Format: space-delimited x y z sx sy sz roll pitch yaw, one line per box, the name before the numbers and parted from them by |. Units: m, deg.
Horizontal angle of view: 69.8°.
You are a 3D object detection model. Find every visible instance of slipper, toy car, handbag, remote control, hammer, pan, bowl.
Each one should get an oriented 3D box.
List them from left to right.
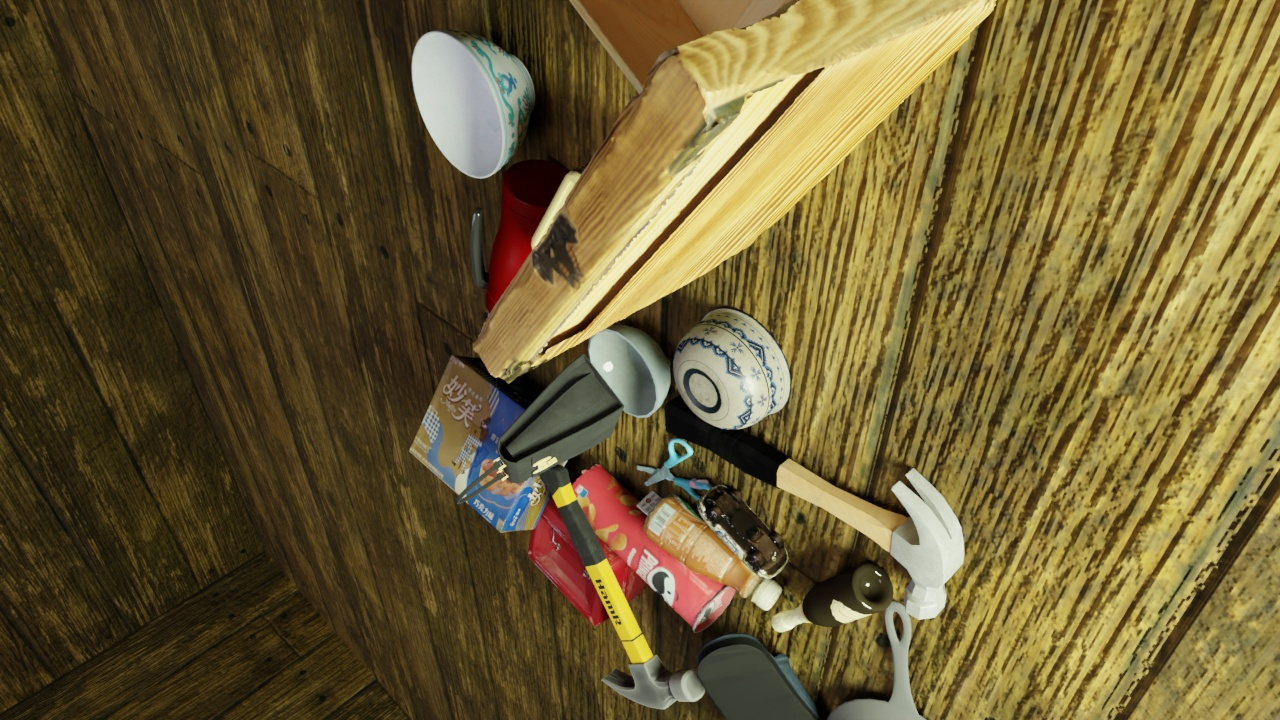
bowl | -0.153 -0.262 0.910 0.144 0.074 0.144 33 140 32
handbag | -0.124 0.098 1.023 0.072 0.195 0.176 52 166 8
hammer | -0.044 0.275 1.122 0.170 0.034 0.324 -27 89 51
bowl | -0.006 0.006 0.978 0.106 0.039 0.106 33 140 32
remote control | 0.049 0.203 1.086 0.124 0.028 0.012 38 156 26
bowl | 0.077 0.015 0.860 0.115 0.059 0.116 33 140 32
toy car | 0.107 0.183 0.973 0.113 0.048 0.041 47 142 15
slipper | 0.147 0.397 1.086 0.109 0.083 0.266 -24 116 13
hammer | 0.149 0.114 0.873 0.328 0.039 0.131 27 136 38
pan | 0.269 0.391 0.947 0.217 0.024 0.355 13 124 39

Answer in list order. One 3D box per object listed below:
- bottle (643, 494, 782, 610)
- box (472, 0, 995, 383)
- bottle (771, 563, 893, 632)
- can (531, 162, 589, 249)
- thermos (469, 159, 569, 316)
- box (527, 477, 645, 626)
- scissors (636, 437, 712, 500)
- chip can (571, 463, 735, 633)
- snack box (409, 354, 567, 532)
bottle | 0.082 0.217 1.027 0.167 0.059 0.059 34 141 24
box | 0.021 -0.190 0.518 0.286 0.335 0.280 52 145 4
bottle | 0.185 0.250 0.933 0.045 0.045 0.185 52 147 8
can | -0.026 -0.131 0.829 0.075 0.104 0.136 53 147 7
thermos | -0.130 -0.116 0.984 0.108 0.083 0.199 15 138 -2
box | -0.068 0.252 1.233 0.157 0.097 0.130 40 139 30
scissors | 0.029 0.120 1.055 0.143 0.015 0.095 3 120 47
chip can | 0.007 0.224 1.118 0.233 0.073 0.073 39 143 27
snack box | -0.196 0.106 1.215 0.203 0.069 0.155 33 103 32
